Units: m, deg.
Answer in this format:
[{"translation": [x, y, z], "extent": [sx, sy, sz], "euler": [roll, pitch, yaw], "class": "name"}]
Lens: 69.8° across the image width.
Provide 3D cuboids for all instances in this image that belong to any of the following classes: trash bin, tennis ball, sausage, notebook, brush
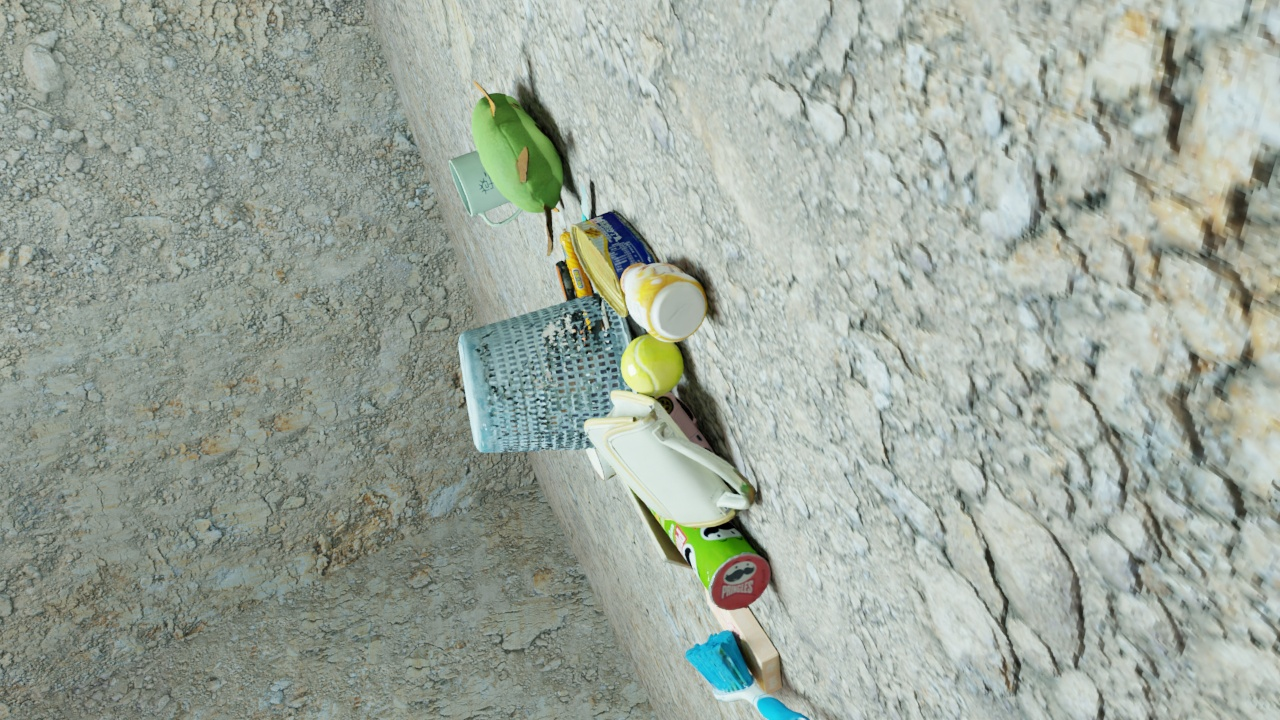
[{"translation": [-0.119, 0.024, 1.137], "extent": [0.227, 0.195, 0.226], "euler": [171, 91, -78], "class": "trash bin"}, {"translation": [0.012, 0.005, 0.960], "extent": [0.065, 0.065, 0.065], "euler": [67, 168, 0], "class": "tennis ball"}, {"translation": [-0.080, -0.105, 1.256], "extent": [0.021, 0.021, 0.165], "euler": [-136, 26, -61], "class": "sausage"}, {"translation": [0.028, 0.212, 1.228], "extent": [0.147, 0.008, 0.207], "euler": [60, -173, 23], "class": "notebook"}, {"translation": [0.123, 0.378, 1.081], "extent": [0.109, 0.060, 0.315], "euler": [58, 164, 11], "class": "brush"}]

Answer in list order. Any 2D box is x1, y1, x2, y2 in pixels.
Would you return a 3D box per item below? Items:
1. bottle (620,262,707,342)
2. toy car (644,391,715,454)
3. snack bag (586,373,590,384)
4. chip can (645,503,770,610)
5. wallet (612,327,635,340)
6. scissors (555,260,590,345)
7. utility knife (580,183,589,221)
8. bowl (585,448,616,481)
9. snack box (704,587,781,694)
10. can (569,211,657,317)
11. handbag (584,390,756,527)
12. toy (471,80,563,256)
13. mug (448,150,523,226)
[{"translation": [0.016, -0.059, 0.838], "extent": [0.108, 0.063, 0.063], "euler": [43, 154, 61], "class": "bottle"}, {"translation": [0.048, 0.079, 1.020], "extent": [0.122, 0.037, 0.056], "euler": [52, 163, 8], "class": "toy car"}, {"translation": [-0.036, 0.090, 1.384], "extent": [0.191, 0.038, 0.110], "euler": [63, 162, 11], "class": "snack bag"}, {"translation": [0.064, 0.191, 1.064], "extent": [0.236, 0.072, 0.072], "euler": [-133, 23, -59], "class": "chip can"}, {"translation": [-0.007, 0.007, 1.157], "extent": [0.096, 0.020, 0.122], "euler": [104, 143, -62], "class": "wallet"}, {"translation": [-0.093, -0.061, 1.404], "extent": [0.221, 0.021, 0.222], "euler": [-136, 28, -73], "class": "scissors"}, {"translation": [-0.061, -0.148, 1.115], "extent": [0.210, 0.013, 0.029], "euler": [87, 157, -63], "class": "utility knife"}, {"translation": [-0.055, 0.132, 1.477], "extent": [0.113, 0.062, 0.113], "euler": [158, 90, -77], "class": "bowl"}, {"translation": [0.127, 0.338, 1.167], "extent": [0.157, 0.026, 0.084], "euler": [-126, 18, -46], "class": "snack box"}, {"translation": [-0.025, -0.103, 0.962], "extent": [0.148, 0.049, 0.075], "euler": [52, 161, 49], "class": "can"}, {"translation": [0.036, 0.110, 0.953], "extent": [0.163, 0.063, 0.179], "euler": [50, 156, -23], "class": "handbag"}, {"translation": [-0.151, -0.253, 1.136], "extent": [0.246, 0.090, 0.227], "euler": [61, 178, 40], "class": "toy"}, {"translation": [-0.204, -0.251, 1.314], "extent": [0.112, 0.106, 0.082], "euler": [71, 166, -14], "class": "mug"}]
